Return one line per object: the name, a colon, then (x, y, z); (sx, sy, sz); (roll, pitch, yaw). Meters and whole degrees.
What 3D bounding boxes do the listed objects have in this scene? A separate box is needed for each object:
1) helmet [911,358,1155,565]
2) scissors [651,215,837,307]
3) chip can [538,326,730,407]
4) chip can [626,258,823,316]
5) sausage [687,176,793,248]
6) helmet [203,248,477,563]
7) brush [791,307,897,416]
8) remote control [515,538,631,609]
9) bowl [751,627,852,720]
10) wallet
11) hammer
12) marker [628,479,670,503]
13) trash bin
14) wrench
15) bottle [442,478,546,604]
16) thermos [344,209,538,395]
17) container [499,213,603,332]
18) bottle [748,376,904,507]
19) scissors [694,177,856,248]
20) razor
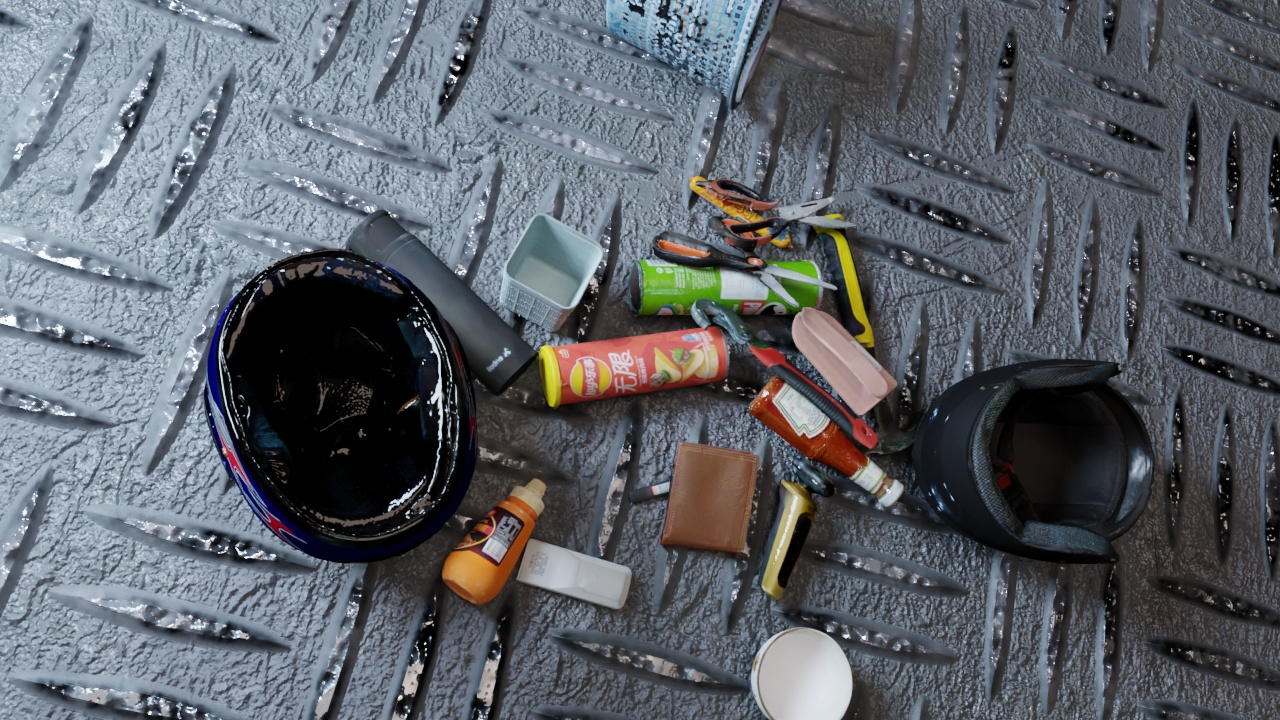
helmet: (0.468, 0.117, 1.088); (0.274, 0.231, 0.233); (8, 83, -27)
scissors: (0.123, -0.127, 1.106); (0.221, 0.022, 0.228); (8, 32, -1)
chip can: (-0.006, 0.006, 1.077); (0.216, 0.073, 0.073); (-7, 76, -17)
chip can: (0.103, -0.090, 1.132); (0.235, 0.072, 0.072); (-1, 75, -15)
sausage: (0.130, -0.192, 1.194); (0.165, 0.021, 0.021); (32, 69, -4)
helmet: (-0.281, 0.058, 0.895); (0.247, 0.241, 0.315); (-18, 70, -18)
brush: (0.241, -0.005, 1.115); (0.063, 0.073, 0.145); (-39, 79, -8)
remote control: (-0.072, 0.238, 1.020); (0.125, 0.024, 0.049); (18, 71, -9)
bowl: (0.173, 0.358, 1.030); (0.113, 0.062, 0.113); (4, 75, -14)
wallet: (0.079, 0.160, 1.068); (0.101, 0.032, 0.124); (10, 87, -13)
hammer: (0.286, -0.037, 1.187); (0.126, 0.032, 0.323); (-8, 77, -17)
marker: (0.044, 0.146, 1.082); (0.123, 0.015, 0.018); (-14, 81, -15)
trash bin: (0.071, -0.462, 1.169); (0.195, 0.227, 0.226); (23, 70, 6)
wrench: (0.173, 0.014, 1.085); (0.273, 0.016, 0.056); (37, 39, -2)
bottle: (-0.150, 0.189, 0.996); (0.067, 0.067, 0.149); (37, 62, -2)
thermos: (-0.233, -0.059, 1.046); (0.242, 0.068, 0.090); (43, 101, 2)
container: (-0.107, -0.096, 1.057); (0.090, 0.112, 0.089); (28, 70, -5)
bottle: (0.225, 0.100, 1.106); (0.206, 0.060, 0.059); (38, 69, 5)
scissors: (0.169, -0.186, 1.162); (0.226, 0.015, 0.188); (22, 42, 2)
razor: (0.180, 0.198, 1.079); (0.062, 0.068, 0.167); (33, 73, -38)
